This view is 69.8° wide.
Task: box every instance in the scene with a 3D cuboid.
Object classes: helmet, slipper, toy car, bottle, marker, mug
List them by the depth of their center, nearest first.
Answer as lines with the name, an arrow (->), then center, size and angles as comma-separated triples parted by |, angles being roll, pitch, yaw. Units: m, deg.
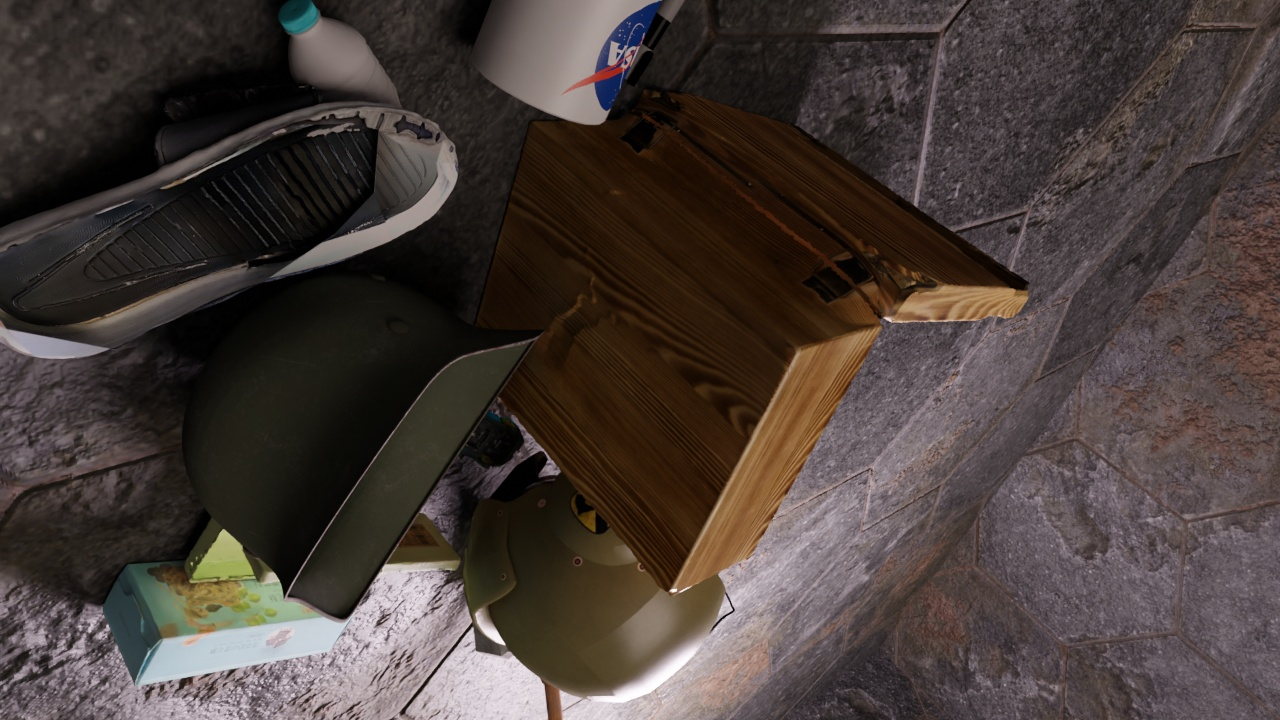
slipper -> -0.233, -0.085, 0.503 | 0.263, 0.063, 0.111 | -26, 148, -7
bottle -> -0.161, -0.148, 0.527 | 0.044, 0.044, 0.136 | -40, 150, -8
mug -> -0.042, -0.211, 0.568 | 0.090, 0.091, 0.121 | -61, -178, 25
helmet -> -0.188, 0.033, 0.573 | 0.227, 0.154, 0.267 | -55, -173, 7
marker -> 0.026, -0.260, 0.649 | 0.016, 0.016, 0.141 | 10, 120, -55
toy car -> -0.149, 0.059, 0.811 | 0.048, 0.032, 0.105 | -50, 136, 8
helmet -> -0.046, 0.177, 0.839 | 0.232, 0.255, 0.250 | -41, 150, -12

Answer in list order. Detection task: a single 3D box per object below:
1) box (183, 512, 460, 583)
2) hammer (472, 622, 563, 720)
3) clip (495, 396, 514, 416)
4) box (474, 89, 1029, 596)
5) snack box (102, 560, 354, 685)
box -> -0.253, 0.162, 0.738 | 0.187, 0.098, 0.082 | 13, 117, -52
hammer -> -0.092, 0.396, 1.001 | 0.082, 0.163, 0.317 | -6, 89, -48
clip -> -0.105, 0.028, 0.843 | 0.061, 0.049, 0.026 | 4, 139, -2
box -> 0.095, -0.056, 0.730 | 0.335, 0.279, 0.287 | -15, 138, -39
snack box -> -0.321, 0.199, 0.729 | 0.174, 0.075, 0.053 | 11, 120, -55
